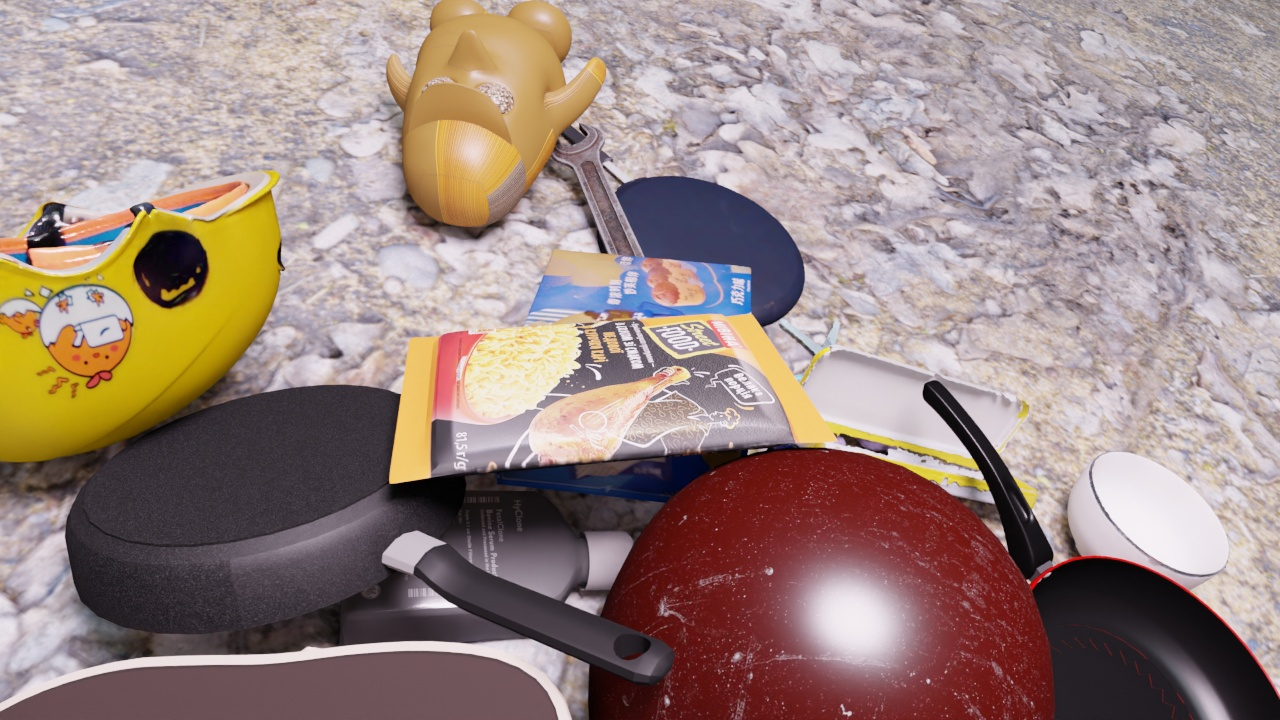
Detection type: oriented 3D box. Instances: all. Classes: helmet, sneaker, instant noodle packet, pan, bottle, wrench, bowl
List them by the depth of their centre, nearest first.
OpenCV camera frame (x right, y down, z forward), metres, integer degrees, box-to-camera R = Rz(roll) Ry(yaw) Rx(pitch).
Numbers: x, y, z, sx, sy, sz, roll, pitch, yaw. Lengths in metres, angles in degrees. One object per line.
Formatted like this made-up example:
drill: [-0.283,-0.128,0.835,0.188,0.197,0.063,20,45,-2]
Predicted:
sneaker: [-0.176,0.195,0.436,0.293,0.116,0.111,-10,68,-5]
pan: [-0.138,0.082,0.462,0.356,0.044,0.203,11,27,33]
helmet: [0.087,0.176,0.470,0.234,0.254,0.232,23,36,14]
instant noodle packet: [-0.022,0.013,0.517,0.220,0.032,0.159,-4,27,-8]
helmet: [-0.314,-0.024,0.534,0.239,0.140,0.209,-22,23,-40]
bottle: [-0.090,0.123,0.555,0.173,0.046,0.083,2,48,-18]
pan: [0.286,0.170,0.612,0.208,0.067,0.356,-18,63,-30]
bowl: [0.379,0.132,0.704,0.113,0.063,0.113,12,42,-12]
wrench: [-0.020,-0.108,0.792,0.070,0.010,0.273,-16,60,-11]
pan: [0.005,-0.157,0.869,0.198,0.021,0.356,-28,62,-37]

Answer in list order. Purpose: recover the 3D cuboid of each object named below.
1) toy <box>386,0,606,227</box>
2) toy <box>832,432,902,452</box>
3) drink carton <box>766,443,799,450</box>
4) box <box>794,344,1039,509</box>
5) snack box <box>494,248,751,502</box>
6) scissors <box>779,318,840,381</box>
toy: [-0.138,-0.207,0.776,0.199,0.163,0.202,5,56,6]
toy: [0.168,0.044,0.723,0.099,0.037,0.080,15,77,-25]
drink carton: [0.145,0.108,0.659,0.130,0.040,0.064,19,45,-3]
box: [0.212,0.060,0.676,0.209,0.080,0.080,15,30,-24]
snack box: [-0.004,0.004,0.634,0.155,0.069,0.202,6,34,3]
scissors: [0.169,0.014,0.776,0.135,0.015,0.134,27,51,3]
